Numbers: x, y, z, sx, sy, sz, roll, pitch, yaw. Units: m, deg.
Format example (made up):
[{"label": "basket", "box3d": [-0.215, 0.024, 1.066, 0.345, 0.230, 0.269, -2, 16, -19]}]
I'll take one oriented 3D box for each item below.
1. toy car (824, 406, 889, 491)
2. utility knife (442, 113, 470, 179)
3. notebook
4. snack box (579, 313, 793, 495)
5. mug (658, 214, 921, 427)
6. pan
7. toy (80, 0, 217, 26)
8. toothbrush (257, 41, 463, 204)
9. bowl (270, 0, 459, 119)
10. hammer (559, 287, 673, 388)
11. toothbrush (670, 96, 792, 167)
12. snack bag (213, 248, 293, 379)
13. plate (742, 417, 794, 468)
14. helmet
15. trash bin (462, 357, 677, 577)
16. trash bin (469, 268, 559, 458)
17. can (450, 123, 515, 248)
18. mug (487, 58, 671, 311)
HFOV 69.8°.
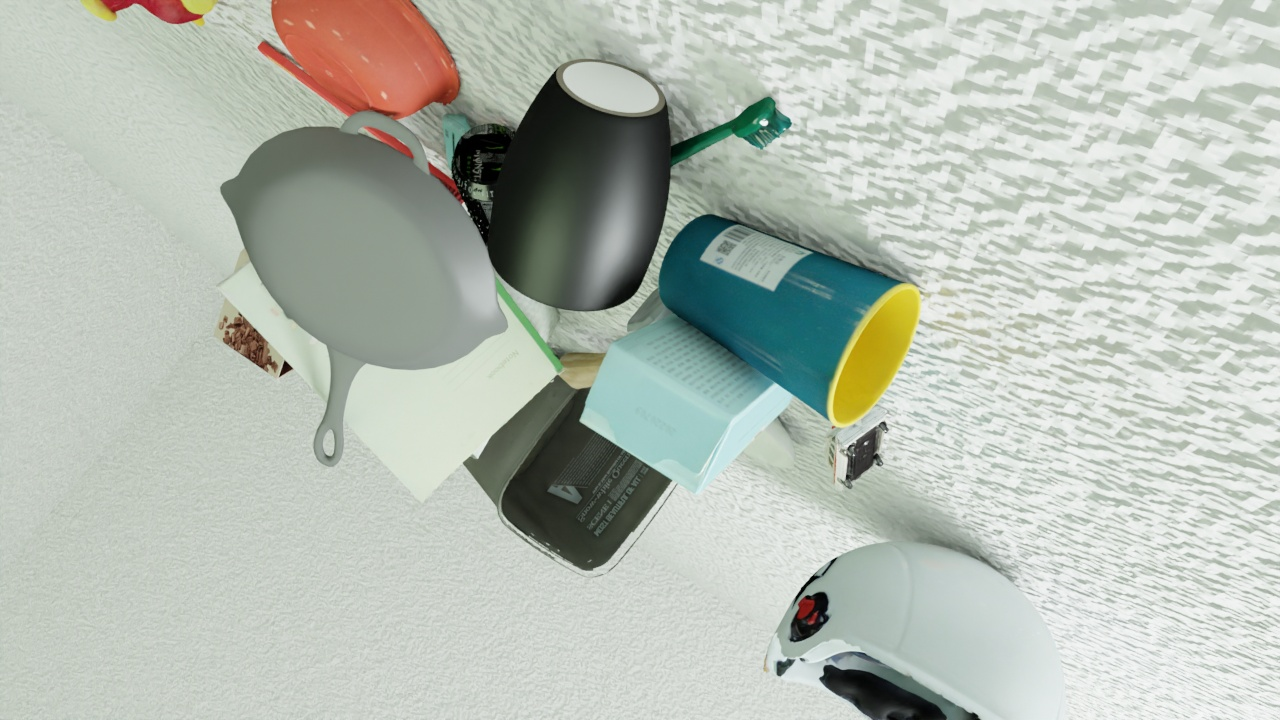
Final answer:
[{"label": "toy car", "box3d": [0.151, 0.060, 0.660, 0.039, 0.039, 0.113, 52, 174, 26]}, {"label": "utility knife", "box3d": [-0.135, -0.146, 0.681, 0.022, 0.015, 0.177, 37, 169, -5]}, {"label": "notebook", "box3d": [-0.197, -0.025, 0.782, 0.010, 0.181, 0.252, 19, 148, 57]}, {"label": "snack box", "box3d": [0.041, 0.010, 0.526, 0.075, 0.053, 0.174, 31, -157, 15]}, {"label": "mug", "box3d": [0.072, -0.028, 0.479, 0.121, 0.078, 0.078, 32, 167, 31]}, {"label": "pan", "box3d": [-0.215, -0.023, 0.668, 0.216, 0.024, 0.356, 26, 133, -1]}, {"label": "toy", "box3d": [-0.360, -0.281, 0.666, 0.137, 0.067, 0.105, 10, 157, 32]}, {"label": "toothbrush", "box3d": [-0.218, -0.182, 0.709, 0.212, 0.018, 0.012, 36, 172, 7]}, {"label": "bowl", "box3d": [-0.175, -0.190, 0.556, 0.130, 0.045, 0.131, 33, 166, 9]}, {"label": "hammer", "box3d": [-0.005, 0.005, 0.774, 0.117, 0.051, 0.323, 44, 162, -16]}, {"label": "toothbrush", "box3d": [0.019, -0.101, 0.468, 0.017, 0.016, 0.190, 35, 167, -20]}, {"label": "snack bag", "box3d": [-0.278, -0.085, 0.801, 0.094, 0.206, 0.070, 27, 164, 29]}, {"label": "plate", "box3d": [0.091, 0.053, 0.785, 0.104, 0.026, 0.104, 32, 166, 8]}, {"label": "helmet", "box3d": [0.245, 0.240, 0.775, 0.236, 0.163, 0.264, 30, 159, 3]}, {"label": "trash bin", "box3d": [-0.103, 0.097, 1.062, 0.197, 0.197, 0.220, 44, 169, -37]}, {"label": "trash bin", "box3d": [-0.167, -0.007, 0.896, 0.133, 0.161, 0.133, 32, 166, 9]}, {"label": "can", "box3d": [-0.090, -0.104, 0.623, 0.054, 0.054, 0.138, 31, 166, 13]}, {"label": "mug", "box3d": [-0.029, -0.100, 0.457, 0.084, 0.118, 0.100, 4, 133, -17]}]
